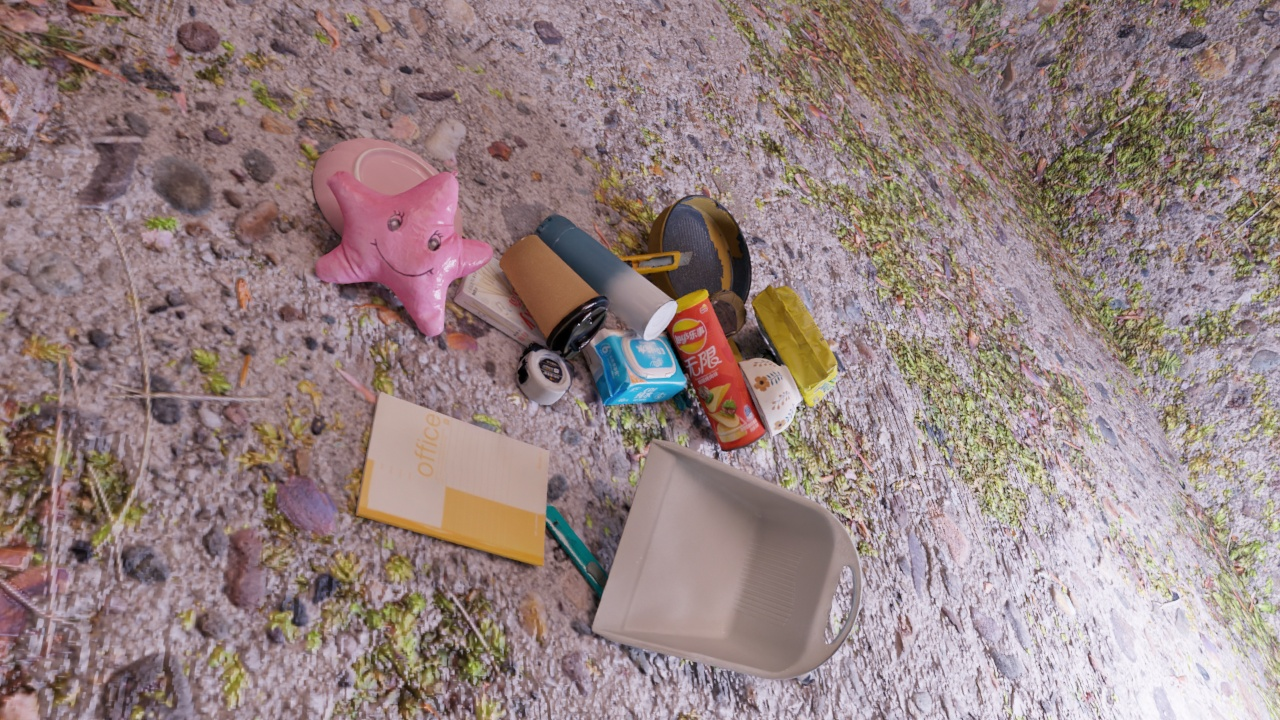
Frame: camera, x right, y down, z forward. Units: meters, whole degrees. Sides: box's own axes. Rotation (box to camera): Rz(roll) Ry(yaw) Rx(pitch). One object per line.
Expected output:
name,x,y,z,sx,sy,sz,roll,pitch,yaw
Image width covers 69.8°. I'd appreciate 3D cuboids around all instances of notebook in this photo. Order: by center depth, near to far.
notebook,-0.187,0.125,0.957,0.206,0.010,0.145,23,45,-27

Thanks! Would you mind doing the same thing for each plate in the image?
plate,-0.293,-0.196,1.101,0.192,0.039,0.192,26,44,-28

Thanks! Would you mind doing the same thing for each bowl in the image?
bowl,0.185,0.043,1.282,0.113,0.062,0.113,-23,89,-87

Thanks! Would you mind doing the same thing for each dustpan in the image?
dustpan,0.115,0.234,1.012,0.257,0.143,0.222,27,76,-39

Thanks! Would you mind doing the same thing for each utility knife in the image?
utility knife,-0.064,0.217,1.008,0.160,0.013,0.029,52,37,3
utility knife,-0.006,-0.138,1.297,0.173,0.015,0.033,-9,89,-15

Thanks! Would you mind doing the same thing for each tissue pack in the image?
tissue pack,-0.007,0.007,1.200,0.139,0.063,0.090,0,59,-46

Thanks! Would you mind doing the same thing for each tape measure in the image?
tape measure,-0.116,0.019,1.105,0.065,0.034,0.065,31,39,-20

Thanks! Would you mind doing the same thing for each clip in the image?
clip,0.050,0.044,1.269,0.046,0.014,0.057,-17,71,-49

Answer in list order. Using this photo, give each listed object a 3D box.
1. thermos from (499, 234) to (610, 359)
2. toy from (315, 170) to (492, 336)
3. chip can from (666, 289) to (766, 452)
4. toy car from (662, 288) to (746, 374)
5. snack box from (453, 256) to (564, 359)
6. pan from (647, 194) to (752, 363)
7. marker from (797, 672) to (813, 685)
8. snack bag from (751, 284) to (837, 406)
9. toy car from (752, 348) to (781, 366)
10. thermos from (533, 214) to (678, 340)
thermos,-0.106,-0.080,1.115,0.143,0.093,0.092,49,36,12
toy,-0.260,-0.140,1.011,0.194,0.075,0.178,32,86,-23
chip can,0.098,0.015,1.247,0.073,0.073,0.216,-36,106,-53
toy car,0.087,-0.043,1.303,0.158,0.042,0.070,-40,97,-16
snack box,-0.152,-0.066,1.146,0.156,0.027,0.084,32,41,-21
pan,0.116,-0.076,1.380,0.197,0.078,0.357,-6,86,-43
marker,0.172,0.343,1.135,0.130,0.023,0.018,54,32,7
snack bag,0.238,-0.019,1.383,0.158,0.068,0.246,61,5,13
toy car,0.198,0.040,1.398,0.054,0.037,0.120,34,41,-57
thermos,-0.052,-0.114,1.208,0.220,0.070,0.070,39,33,21
